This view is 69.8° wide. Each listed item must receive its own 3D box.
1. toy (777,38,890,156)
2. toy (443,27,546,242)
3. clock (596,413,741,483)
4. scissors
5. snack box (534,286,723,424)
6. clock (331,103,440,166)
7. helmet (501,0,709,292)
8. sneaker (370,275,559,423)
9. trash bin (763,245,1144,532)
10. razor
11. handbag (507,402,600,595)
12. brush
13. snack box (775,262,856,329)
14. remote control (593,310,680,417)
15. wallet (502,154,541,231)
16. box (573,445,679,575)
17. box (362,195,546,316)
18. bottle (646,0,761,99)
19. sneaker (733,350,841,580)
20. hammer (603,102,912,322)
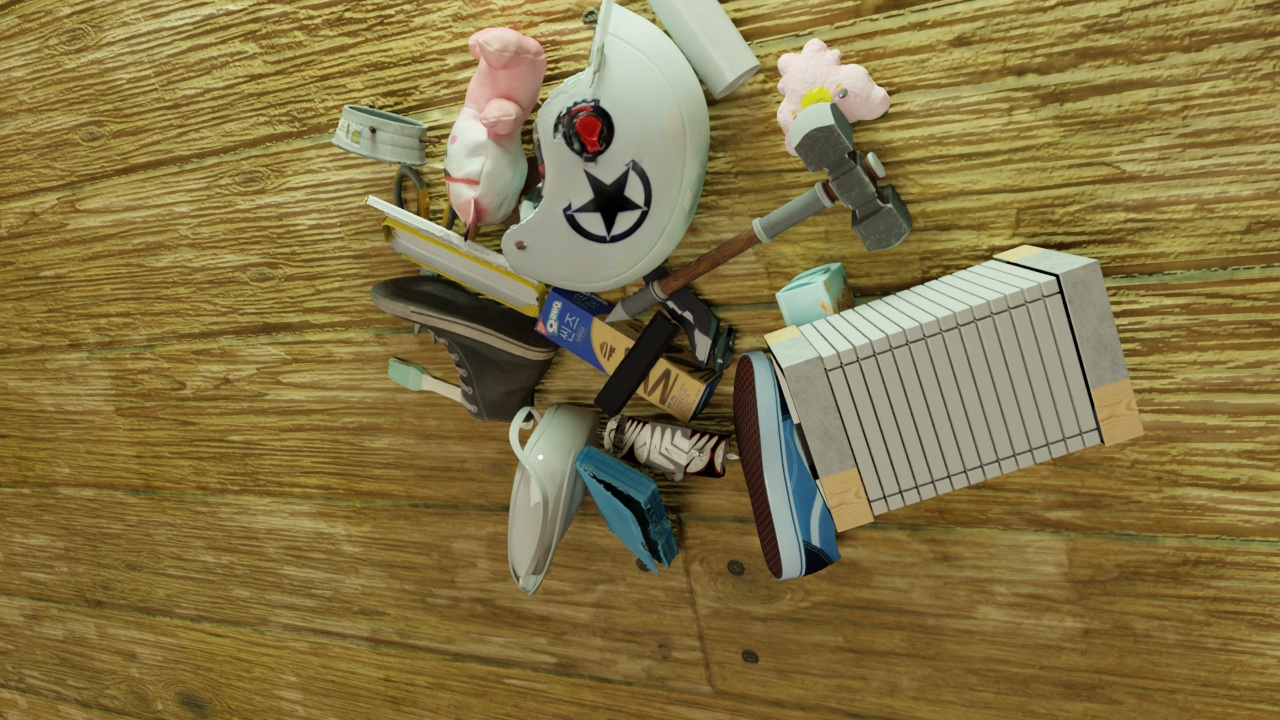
[{"bbox_3d":[0.164,-0.240,0.826,0.103,0.050,0.093,-22,107,31],"label":"toy"},{"bbox_3d":[-0.155,-0.233,0.951,0.084,0.142,0.213,9,106,-19],"label":"toy"},{"bbox_3d":[0.021,0.097,0.989,0.155,0.114,0.065,9,88,37],"label":"clock"},{"bbox_3d":[-0.261,-0.127,1.107,0.162,0.016,0.226,34,122,9],"label":"scissors"},{"bbox_3d":[-0.015,-0.012,1.002,0.207,0.057,0.056,31,119,13],"label":"snack box"},{"bbox_3d":[-0.296,-0.254,1.035,0.148,0.103,0.056,35,115,46],"label":"clock"},{"bbox_3d":[-0.018,-0.187,0.852,0.163,0.236,0.264,18,105,-9],"label":"helmet"},{"bbox_3d":[-0.215,-0.016,1.078,0.235,0.095,0.120,20,118,3],"label":"sneaker"},{"bbox_3d":[0.251,0.017,0.774,0.247,0.142,0.142,-19,101,6],"label":"trash bin"},{"bbox_3d":[0.048,-0.049,0.967,0.052,0.047,0.143,-43,84,8],"label":"razor"},{"bbox_3d":[-0.115,0.174,1.035,0.095,0.215,0.223,15,112,4],"label":"handbag"},{"bbox_3d":[-0.229,0.043,1.161,0.218,0.012,0.033,19,116,18],"label":"brush"},{"bbox_3d":[0.191,-0.002,0.891,0.053,0.074,0.175,-16,101,31],"label":"snack box"},{"bbox_3d":[-0.006,0.006,0.961,0.032,0.015,0.137,41,124,8],"label":"remote control"},{"bbox_3d":[-0.111,-0.180,1.011,0.121,0.013,0.087,-18,99,34],"label":"wallet"},{"bbox_3d":[-0.014,0.170,0.999,0.093,0.048,0.232,26,159,20],"label":"box"},{"bbox_3d":[-0.203,-0.118,1.022,0.210,0.130,0.038,25,75,8],"label":"box"},{"bbox_3d":[0.035,-0.339,0.853,0.053,0.052,0.195,-34,91,32],"label":"bottle"},{"bbox_3d":[0.163,0.103,0.963,0.098,0.083,0.241,-12,93,-14],"label":"sneaker"},{"bbox_3d":[0.086,-0.107,0.888,0.323,0.042,0.156,-28,118,31],"label":"hammer"}]
